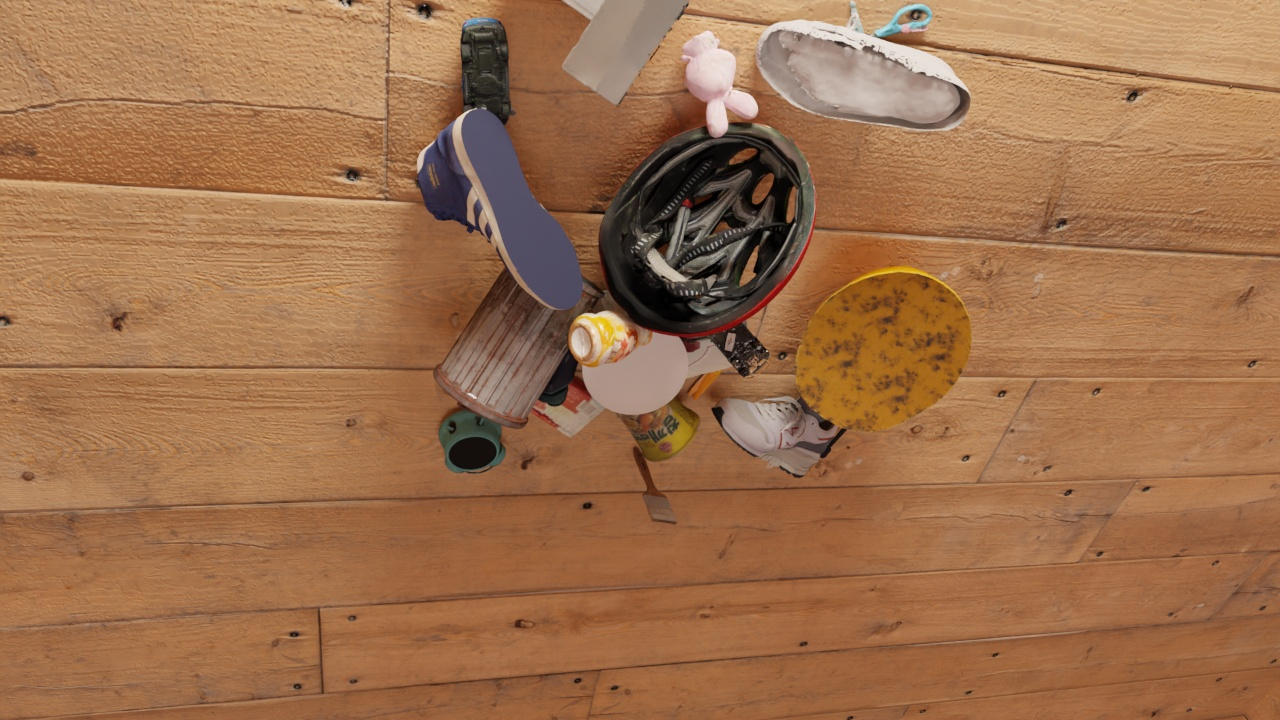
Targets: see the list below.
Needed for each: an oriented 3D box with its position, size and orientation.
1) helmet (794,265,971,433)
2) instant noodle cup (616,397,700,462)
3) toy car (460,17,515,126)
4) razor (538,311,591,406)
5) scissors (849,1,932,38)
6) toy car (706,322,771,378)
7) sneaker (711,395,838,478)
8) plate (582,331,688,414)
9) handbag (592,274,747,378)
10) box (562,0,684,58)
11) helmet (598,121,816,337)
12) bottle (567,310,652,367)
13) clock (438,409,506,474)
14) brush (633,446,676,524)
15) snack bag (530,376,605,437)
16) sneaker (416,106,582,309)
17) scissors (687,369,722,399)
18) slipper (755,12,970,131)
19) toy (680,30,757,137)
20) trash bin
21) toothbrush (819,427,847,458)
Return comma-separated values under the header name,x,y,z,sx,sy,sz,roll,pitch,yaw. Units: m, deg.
name,x,y,z,sx,sy,sz,roll,pitch,yaw
helmet,0.338,-0.036,1.272,0.205,0.131,0.256,35,124,-1
instant noodle cup,0.016,0.075,1.310,0.102,0.102,0.108,-34,121,13
toy car,-0.163,-0.304,0.971,0.056,0.043,0.120,-5,133,-11
razor,-0.099,-0.010,1.211,0.052,0.047,0.143,8,104,-60
scissors,0.274,-0.359,1.067,0.135,0.015,0.135,-13,128,5
toy car,0.115,-0.028,1.153,0.047,0.047,0.112,-41,88,4
sneaker,0.216,0.088,1.384,0.124,0.088,0.239,-43,135,15
plate,-0.007,0.007,1.165,0.134,0.011,0.135,-3,115,-6
handbag,0.042,-0.032,1.220,0.198,0.096,0.142,-15,130,-4
box,-0.047,-0.505,0.993,0.171,0.403,0.169,24,120,-30
helmet,0.081,-0.150,1.069,0.272,0.217,0.167,-44,172,8
bottle,-0.033,-0.029,1.085,0.108,0.063,0.063,-13,140,-47
clock,-0.238,0.124,1.304,0.090,0.053,0.124,-11,134,-6
brush,0.012,0.182,1.361,0.045,0.143,0.008,14,126,-35
snack bag,-0.150,0.028,1.257,0.078,0.041,0.225,-40,126,17
sneaker,-0.168,-0.151,1.018,0.119,0.091,0.233,-8,118,45
scissors,0.106,0.011,1.328,0.070,0.013,0.130,30,115,-33
slipper,0.249,-0.326,1.032,0.246,0.074,0.112,12,118,-6
toy,0.083,-0.306,1.018,0.063,0.047,0.110,-25,90,-9
trash bin,-0.151,-0.025,1.116,0.130,0.131,0.211,28,99,-33
toothbrush,0.337,0.094,1.459,0.014,0.014,0.168,36,114,1
